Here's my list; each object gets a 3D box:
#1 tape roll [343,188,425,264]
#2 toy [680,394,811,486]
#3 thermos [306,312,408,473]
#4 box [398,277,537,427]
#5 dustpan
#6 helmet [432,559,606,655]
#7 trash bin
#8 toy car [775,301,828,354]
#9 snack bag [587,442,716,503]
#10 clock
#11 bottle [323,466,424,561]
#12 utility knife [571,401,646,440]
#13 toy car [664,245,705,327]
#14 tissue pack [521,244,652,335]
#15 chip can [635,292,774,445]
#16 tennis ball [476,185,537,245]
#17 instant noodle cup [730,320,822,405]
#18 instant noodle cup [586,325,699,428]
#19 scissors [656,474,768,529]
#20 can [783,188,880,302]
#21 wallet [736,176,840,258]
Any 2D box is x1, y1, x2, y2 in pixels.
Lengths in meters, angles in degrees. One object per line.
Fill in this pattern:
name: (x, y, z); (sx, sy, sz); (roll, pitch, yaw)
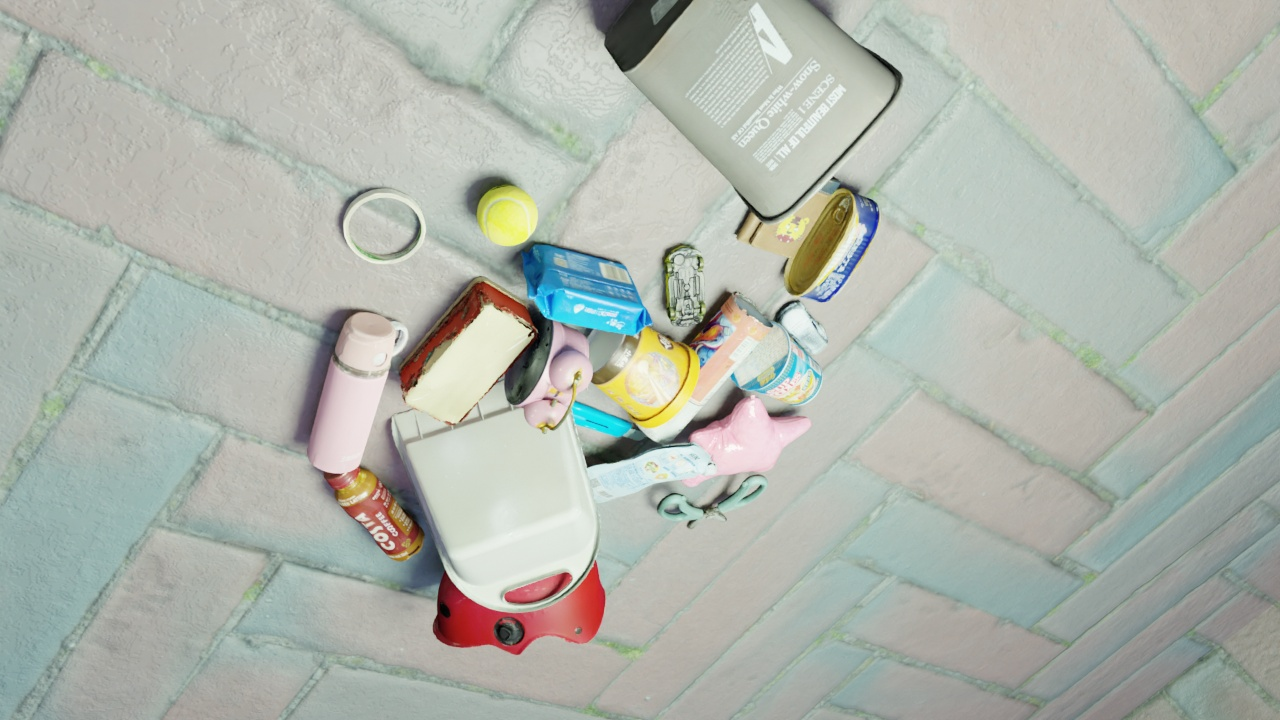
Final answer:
tape roll: (-0.276, -0.144, 0.991); (0.085, 0.014, 0.086); (-10, 128, -13)
toy: (0.153, 0.109, 1.299); (0.194, 0.074, 0.179); (-9, 140, -18)
thermos: (-0.332, 0.036, 1.082); (0.087, 0.067, 0.199); (-15, 136, -52)
box: (-0.205, -0.005, 1.082); (0.091, 0.077, 0.168); (32, 110, -36)
dustpan: (-0.167, 0.176, 1.161); (0.222, 0.257, 0.143); (-18, 152, -7)
helmet: (-0.170, 0.293, 1.257); (0.240, 0.207, 0.144); (-5, 105, -8)
trash bin: (0.101, -0.290, 0.909); (0.219, 0.198, 0.199); (33, 110, -30)
toy car: (0.220, -0.042, 1.238); (0.043, 0.034, 0.090); (-37, 128, 14)
snack bag: (0.008, 0.153, 1.257); (0.191, 0.038, 0.110); (-20, 139, 24)
clock: (-0.106, 0.016, 1.082); (0.059, 0.158, 0.117); (21, 118, -29)
bottle: (-0.347, 0.192, 1.194); (0.057, 0.057, 0.175); (-26, 130, 1)
utility knife: (-0.061, 0.080, 1.239); (0.178, 0.018, 0.034); (22, 115, -33)
toy car: (0.054, -0.093, 1.139); (0.048, 0.032, 0.105); (-10, 117, -12)
tissue pack: (-0.066, -0.080, 1.064); (0.157, 0.094, 0.052); (12, 127, -27)
chip can: (0.080, 0.013, 1.203); (0.071, 0.071, 0.215); (27, 113, -34)
tennis ball: (-0.144, -0.157, 0.995); (0.065, 0.065, 0.066); (-10, 128, -13)
instant noodle cup: (0.188, 0.011, 1.232); (0.099, 0.099, 0.110); (-46, 135, 17)
instant noodle cup: (-0.007, 0.007, 1.144); (0.114, 0.118, 0.119); (35, 109, -28)
scissors: (0.098, 0.212, 1.365); (0.179, 0.019, 0.171); (9, 142, -37)
can: (0.238, -0.140, 1.142); (0.049, 0.074, 0.148); (11, 121, -30)
wallet: (0.178, -0.184, 1.116); (0.090, 0.033, 0.115); (12, 124, -28)
